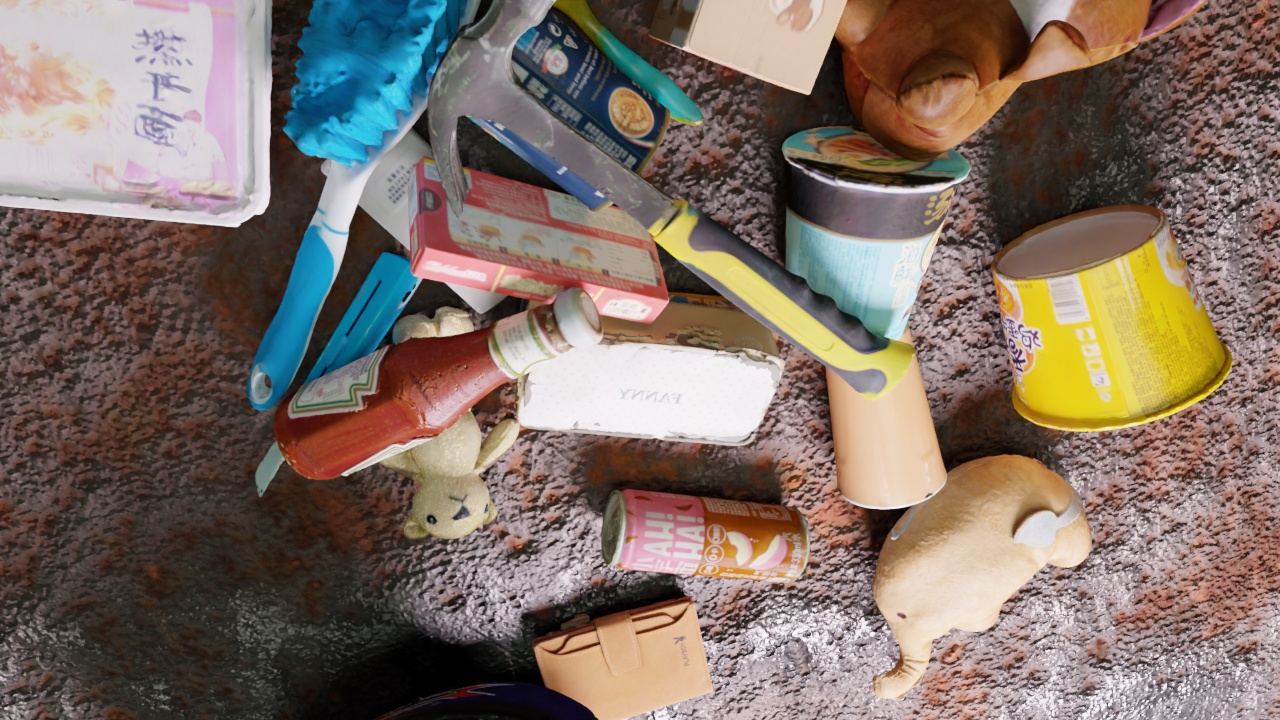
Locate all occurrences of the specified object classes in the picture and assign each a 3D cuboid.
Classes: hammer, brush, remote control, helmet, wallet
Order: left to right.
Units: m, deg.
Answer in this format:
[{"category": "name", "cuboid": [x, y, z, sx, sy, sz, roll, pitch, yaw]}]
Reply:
[{"category": "brush", "cuboid": [-0.160, -0.107, 0.496, 0.060, 0.109, 0.314, 29, 94, 2]}, {"category": "remote control", "cuboid": [-0.126, -0.091, 0.565, 0.056, 0.019, 0.135, -44, 114, 6]}, {"category": "helmet", "cuboid": [-0.113, 0.353, 0.643, 0.316, 0.247, 0.240, -29, 156, 11]}, {"category": "wallet", "cuboid": [-0.012, 0.243, 0.734, 0.131, 0.031, 0.108, -14, 117, -6]}, {"category": "hammer", "cuboid": [0.027, -0.069, 0.515, 0.323, 0.031, 0.126, 33, 119, -22]}]

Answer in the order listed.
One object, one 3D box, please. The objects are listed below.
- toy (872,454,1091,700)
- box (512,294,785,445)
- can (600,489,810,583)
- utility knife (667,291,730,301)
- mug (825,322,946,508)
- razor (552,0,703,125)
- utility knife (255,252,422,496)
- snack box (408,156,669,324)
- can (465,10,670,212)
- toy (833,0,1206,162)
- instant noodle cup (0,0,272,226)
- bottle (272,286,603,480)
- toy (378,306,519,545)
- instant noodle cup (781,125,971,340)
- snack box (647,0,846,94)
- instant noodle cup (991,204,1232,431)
[{"category": "toy", "cuboid": [0.246, 0.169, 0.723, 0.143, 0.082, 0.226, 40, 104, -15]}, {"category": "box", "cuboid": [-0.003, 0.004, 0.601, 0.184, 0.060, 0.090, 9, 130, -13]}, {"category": "can", "cuboid": [0.048, 0.130, 0.679, 0.147, 0.058, 0.058, 8, 112, -14]}, {"category": "utility knife", "cuboid": [0.015, -0.035, 0.621, 0.170, 0.015, 0.033, 3, 116, -12]}, {"category": "mug", "cuboid": [0.169, 0.033, 0.653, 0.078, 0.078, 0.123, -17, 110, -3]}, {"category": "razor", "cuboid": [-0.012, -0.186, 0.541, 0.132, 0.028, 0.043, 41, 71, -21]}, {"category": "utility knife", "cuboid": [-0.201, 0.012, 0.593, 0.198, 0.034, 0.018, -53, 152, 15]}, {"category": "snack box", "cuboid": [-0.059, -0.069, 0.542, 0.152, 0.075, 0.026, 10, 139, -28]}, {"category": "can", "cuboid": [-0.048, -0.148, 0.525, 0.111, 0.075, 0.075, 34, 103, -22]}, {"category": "toy", "cuboid": [0.208, -0.202, 0.516, 0.199, 0.140, 0.131, -23, 150, -7]}, {"category": "instant noodle cup", "cuboid": [-0.276, -0.147, 0.478, 0.173, 0.060, 0.138, 4, 104, -7]}, {"category": "bottle", "cuboid": [-0.118, 0.012, 0.537, 0.206, 0.059, 0.060, -23, 117, 16]}, {"category": "toy", "cuboid": [-0.128, 0.043, 0.602, 0.105, 0.066, 0.157, -8, 101, -23]}, {"category": "instant noodle cup", "cuboid": [0.140, -0.075, 0.585, 0.111, 0.111, 0.121, -4, 122, -9]}, {"category": "snack box", "cuboid": [0.063, -0.209, 0.508, 0.077, 0.094, 0.093, 15, 110, -17]}, {"category": "instant noodle cup", "cuboid": [0.307, -0.034, 0.620, 0.138, 0.138, 0.110, -26, 107, 1]}]
